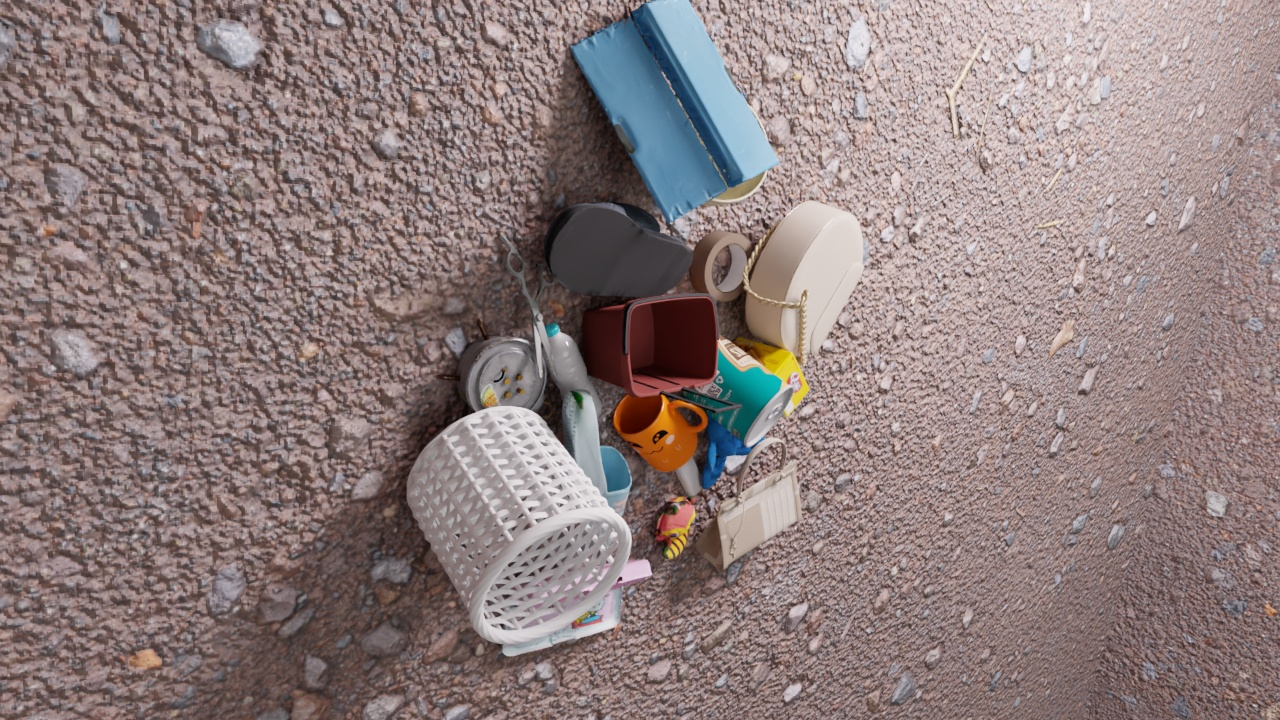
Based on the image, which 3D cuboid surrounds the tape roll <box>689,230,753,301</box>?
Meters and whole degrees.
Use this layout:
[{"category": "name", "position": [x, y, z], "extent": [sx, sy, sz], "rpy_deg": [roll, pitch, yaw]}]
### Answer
[{"category": "tape roll", "position": [0.112, -0.129, 1.252], "extent": [0.093, 0.030, 0.094], "rpy_deg": [-16, 116, -36]}]

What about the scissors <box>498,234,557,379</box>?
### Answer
[{"category": "scissors", "position": [-0.128, -0.061, 1.046], "extent": [0.130, 0.014, 0.152], "rpy_deg": [35, 54, -41]}]

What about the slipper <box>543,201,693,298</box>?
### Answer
[{"category": "slipper", "position": [-0.039, -0.139, 1.089], "extent": [0.109, 0.083, 0.265], "rpy_deg": [-54, 153, 18]}]

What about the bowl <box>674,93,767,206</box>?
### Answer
[{"category": "bowl", "position": [0.075, -0.253, 1.126], "extent": [0.150, 0.075, 0.150], "rpy_deg": [6, 76, -25]}]

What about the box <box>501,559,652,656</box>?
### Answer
[{"category": "box", "position": [-0.084, 0.333, 1.231], "extent": [0.201, 0.111, 0.101], "rpy_deg": [-2, 82, -41]}]

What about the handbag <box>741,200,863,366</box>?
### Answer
[{"category": "handbag", "position": [0.242, -0.112, 1.307], "extent": [0.210, 0.103, 0.208], "rpy_deg": [-59, 148, -7]}]

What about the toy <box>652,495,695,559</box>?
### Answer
[{"category": "toy", "position": [0.051, 0.238, 1.332], "extent": [0.084, 0.046, 0.104], "rpy_deg": [-39, 142, -51]}]

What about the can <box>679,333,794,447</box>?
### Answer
[{"category": "can", "position": [0.116, 0.032, 1.219], "extent": [0.099, 0.144, 0.099], "rpy_deg": [-43, 159, -22]}]

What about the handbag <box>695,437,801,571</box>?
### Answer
[{"category": "handbag", "position": [0.176, 0.196, 1.384], "extent": [0.175, 0.062, 0.198], "rpy_deg": [-24, 134, -33]}]

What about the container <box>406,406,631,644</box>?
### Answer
[{"category": "container", "position": [-0.137, 0.178, 1.015], "extent": [0.189, 0.187, 0.190], "rpy_deg": [-23, 138, -23]}]

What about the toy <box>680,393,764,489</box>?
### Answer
[{"category": "toy", "position": [0.116, 0.100, 1.317], "extent": [0.112, 0.071, 0.176], "rpy_deg": [-36, 124, -20]}]

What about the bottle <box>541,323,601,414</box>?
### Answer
[{"category": "bottle", "position": [-0.088, 0.014, 1.125], "extent": [0.044, 0.044, 0.136], "rpy_deg": [-38, 127, -24]}]

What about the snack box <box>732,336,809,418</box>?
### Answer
[{"category": "snack box", "position": [0.173, 0.024, 1.313], "extent": [0.061, 0.106, 0.083], "rpy_deg": [-49, 132, -20]}]

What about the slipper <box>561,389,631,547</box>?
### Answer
[{"category": "slipper", "position": [-0.049, 0.137, 1.136], "extent": [0.074, 0.104, 0.246], "rpy_deg": [-12, 129, -10]}]

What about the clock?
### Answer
[{"category": "clock", "position": [-0.153, 0.027, 1.066], "extent": [0.148, 0.056, 0.104], "rpy_deg": [41, 78, -40]}]

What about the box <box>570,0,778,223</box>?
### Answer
[{"category": "box", "position": [0.048, -0.295, 1.049], "extent": [0.174, 0.060, 0.232], "rpy_deg": [-33, 95, -26]}]

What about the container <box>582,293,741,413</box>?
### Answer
[{"category": "container", "position": [0.035, -0.016, 1.103], "extent": [0.147, 0.201, 0.127], "rpy_deg": [-9, 101, -38]}]

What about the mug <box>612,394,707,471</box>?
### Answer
[{"category": "mug", "position": [0.035, 0.086, 1.219], "extent": [0.096, 0.113, 0.077], "rpy_deg": [48, 30, -41]}]

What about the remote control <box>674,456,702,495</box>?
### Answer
[{"category": "remote control", "position": [0.062, 0.146, 1.327], "extent": [0.033, 0.012, 0.131], "rpy_deg": [-42, 129, -21]}]
